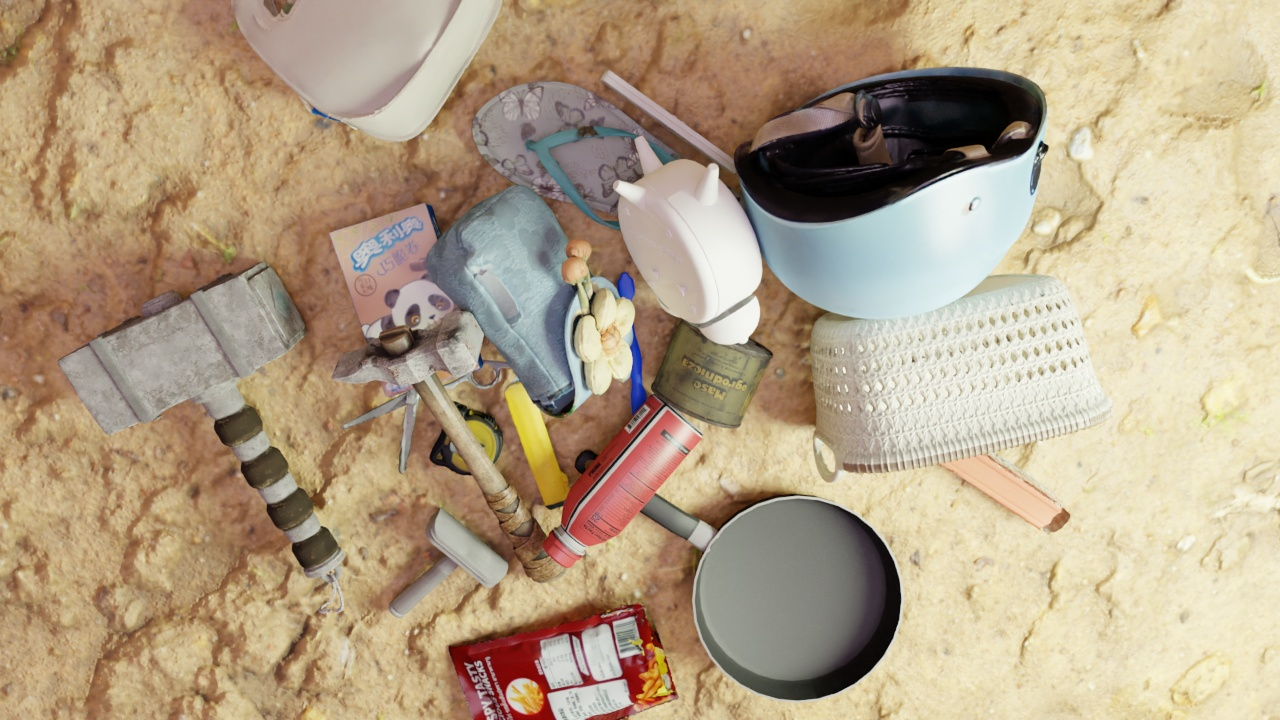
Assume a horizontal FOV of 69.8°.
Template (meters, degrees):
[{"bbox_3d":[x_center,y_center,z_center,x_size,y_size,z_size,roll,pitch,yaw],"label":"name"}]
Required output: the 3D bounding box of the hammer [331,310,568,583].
[{"bbox_3d":[-0.143,0.094,0.816,0.122,0.048,0.319,-15,126,13],"label":"hammer"}]

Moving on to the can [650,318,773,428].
[{"bbox_3d":[0.064,0.010,0.828,0.090,0.090,0.075,21,102,-11],"label":"can"}]

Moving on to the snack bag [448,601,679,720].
[{"bbox_3d":[-0.077,0.324,0.923,0.208,0.066,0.139,-19,102,2],"label":"snack bag"}]

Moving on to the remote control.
[{"bbox_3d":[0.025,-0.204,0.782,0.136,0.050,0.011,32,100,-14],"label":"remote control"}]

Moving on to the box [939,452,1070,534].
[{"bbox_3d":[0.354,0.118,0.912,0.186,0.056,0.059,30,69,-15],"label":"box"}]

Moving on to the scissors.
[{"bbox_3d":[-0.190,0.025,0.830,0.175,0.014,0.141,-11,91,0],"label":"scissors"}]

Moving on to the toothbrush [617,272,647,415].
[{"bbox_3d":[-0.005,0.005,0.861,0.016,0.018,0.183,-7,110,-2],"label":"toothbrush"}]

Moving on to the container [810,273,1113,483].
[{"bbox_3d":[0.267,0.012,0.808,0.246,0.184,0.143,-13,97,-2],"label":"container"}]

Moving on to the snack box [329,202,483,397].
[{"bbox_3d":[-0.202,-0.052,0.799,0.087,0.034,0.151,-17,96,-1],"label":"snack box"}]

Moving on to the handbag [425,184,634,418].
[{"bbox_3d":[-0.078,-0.054,0.776,0.119,0.121,0.192,-18,111,47],"label":"handbag"}]

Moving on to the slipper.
[{"bbox_3d":[-0.013,-0.162,0.791,0.268,0.054,0.098,23,100,-13],"label":"slipper"}]

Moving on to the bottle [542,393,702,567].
[{"bbox_3d":[-0.021,0.115,0.844,0.062,0.062,0.176,41,90,-15],"label":"bottle"}]

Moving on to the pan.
[{"bbox_3d":[0.089,0.190,0.903,0.355,0.044,0.204,33,94,-2],"label":"pan"}]

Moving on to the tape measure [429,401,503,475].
[{"bbox_3d":[-0.159,0.076,0.854,0.061,0.034,0.062,20,100,-8],"label":"tape measure"}]

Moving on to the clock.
[{"bbox_3d":[0.033,-0.088,0.737,0.072,0.125,0.161,-33,127,-16],"label":"clock"}]

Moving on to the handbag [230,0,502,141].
[{"bbox_3d":[-0.222,-0.288,0.724,0.199,0.093,0.201,39,100,6],"label":"handbag"}]

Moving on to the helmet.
[{"bbox_3d":[0.202,-0.136,0.738,0.264,0.226,0.167,-45,136,-30],"label":"helmet"}]

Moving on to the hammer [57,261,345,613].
[{"bbox_3d":[-0.339,0.087,0.817,0.177,0.079,0.326,-24,107,2],"label":"hammer"}]

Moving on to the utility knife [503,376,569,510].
[{"bbox_3d":[-0.095,0.080,0.862,0.030,0.017,0.151,-22,122,-12],"label":"utility knife"}]

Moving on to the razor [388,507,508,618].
[{"bbox_3d":[-0.200,0.210,0.890,0.116,0.047,0.088,-42,106,15],"label":"razor"}]
